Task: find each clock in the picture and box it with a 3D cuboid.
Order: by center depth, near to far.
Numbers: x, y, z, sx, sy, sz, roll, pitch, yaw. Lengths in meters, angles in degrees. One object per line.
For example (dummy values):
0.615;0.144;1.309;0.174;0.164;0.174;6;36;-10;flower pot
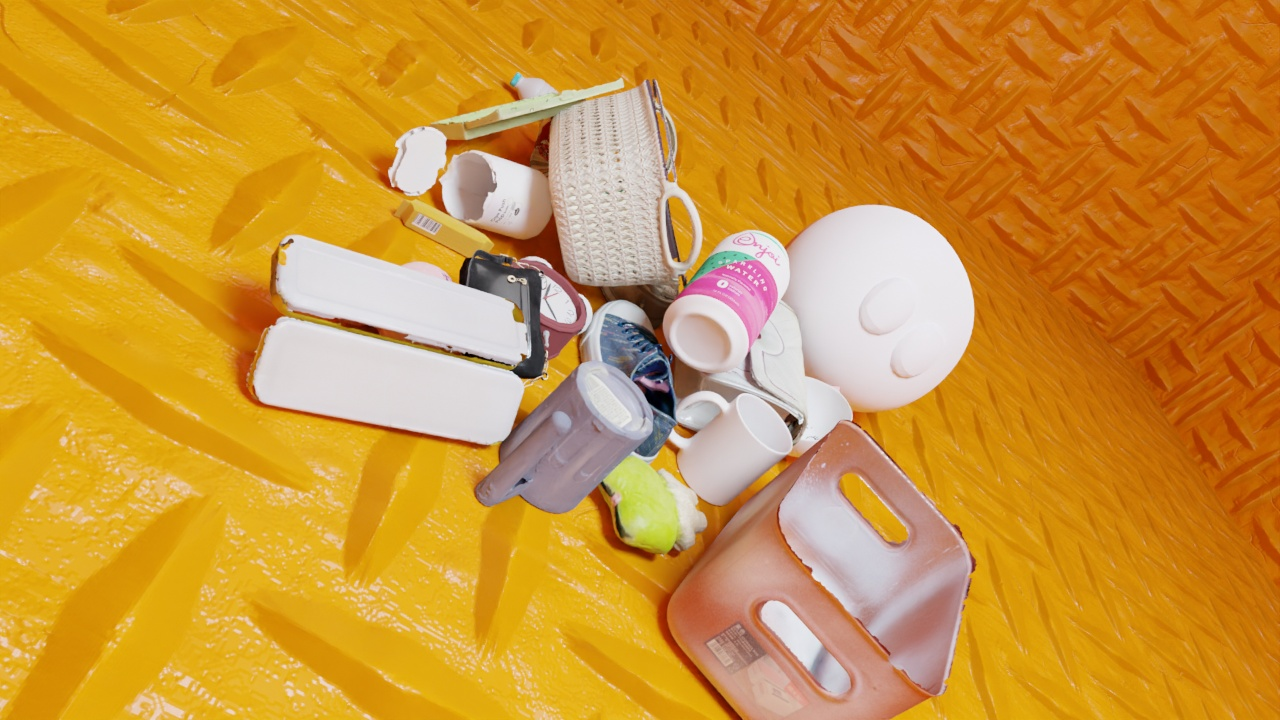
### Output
-0.098;-0.054;0.895;0.096;0.048;0.137;43;30;-2;clock
-0.002;-0.101;1.073;0.092;0.055;0.140;13;44;-44;clock

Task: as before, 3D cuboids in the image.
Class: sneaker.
-0.005;0.005;0.905;0.087;0.079;0.235;31;32;-24;sneaker

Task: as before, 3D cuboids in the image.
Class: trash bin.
0.158;0.192;0.794;0.181;0.158;0.259;48;30;5;trash bin

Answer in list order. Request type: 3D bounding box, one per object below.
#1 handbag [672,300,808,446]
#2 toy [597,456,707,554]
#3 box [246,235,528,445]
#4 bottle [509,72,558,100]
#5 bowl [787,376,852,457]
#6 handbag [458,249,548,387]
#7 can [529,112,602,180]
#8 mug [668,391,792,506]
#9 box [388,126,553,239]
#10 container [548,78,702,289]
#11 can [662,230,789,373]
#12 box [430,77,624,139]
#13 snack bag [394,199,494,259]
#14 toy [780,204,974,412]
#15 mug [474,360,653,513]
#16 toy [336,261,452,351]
0.117;0.000;1.020;0.142;0.096;0.198;18;35;-9;handbag
0.014;0.129;0.807;0.117;0.043;0.092;14;43;-46;toy
-0.178;-0.010;0.687;0.209;0.046;0.128;16;75;-40;box
-0.117;-0.341;1.249;0.136;0.044;0.044;35;30;-17;bottle
0.184;0.072;1.065;0.114;0.051;0.114;5;38;-4;bowl
-0.117;-0.034;0.796;0.079;0.054;0.128;1;73;-21;handbag
-0.088;-0.264;1.140;0.086;0.087;0.116;33;31;-21;can
0.079;0.077;0.906;0.110;0.091;0.073;39;29;-10;mug
-0.168;-0.173;0.926;0.094;0.084;0.165;44;19;25;box
-0.019;-0.185;0.988;0.251;0.143;0.185;-96;177;-54;container
0.092;-0.063;0.935;0.088;0.088;0.165;42;43;-5;can
-0.125;-0.283;1.034;0.186;0.139;0.030;-29;115;-40;box
-0.191;-0.128;0.895;0.099;0.026;0.020;25;35;-29;snack bag
0.282;-0.068;1.203;0.263;0.265;0.281;51;-3;-19;toy
-0.062;0.065;0.729;0.084;0.104;0.123;53;29;13;mug
-0.202;-0.048;0.756;0.105;0.053;0.108;14;40;-20;toy
